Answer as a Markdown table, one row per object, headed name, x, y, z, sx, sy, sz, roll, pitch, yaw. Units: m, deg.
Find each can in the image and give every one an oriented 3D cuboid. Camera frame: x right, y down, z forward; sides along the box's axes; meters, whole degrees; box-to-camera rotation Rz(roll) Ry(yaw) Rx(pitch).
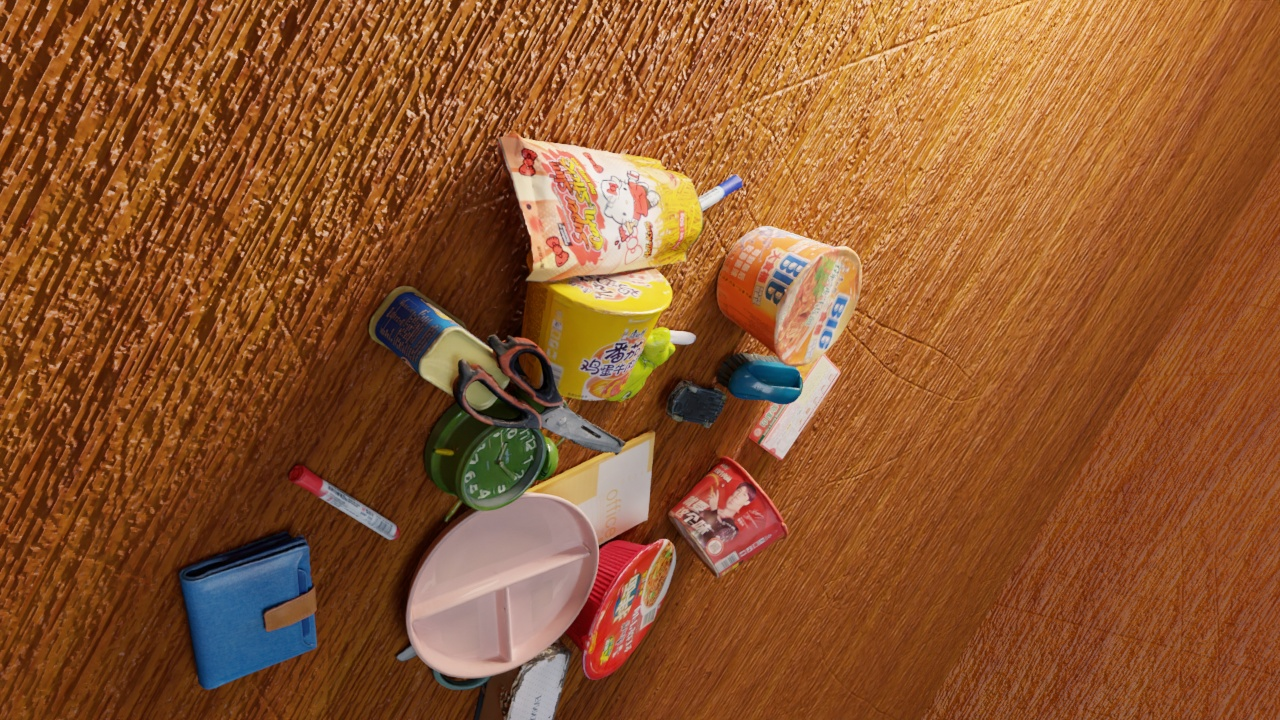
| name | x | y | z | sx | sy | sz | roll | pitch | yaw |
| --- | --- | --- | --- | --- | --- | --- | --- | --- | --- |
| can | -0.170 | -0.009 | 0.790 | 0.057 | 0.083 | 0.102 | -54 | 142 | -3 |

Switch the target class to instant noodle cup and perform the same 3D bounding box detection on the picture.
| name | x | y | z | sx | sy | sz | roll | pitch | yaw |
| --- | --- | --- | --- | --- | --- | --- | --- | --- | --- |
| instant noodle cup | 0.168 | -0.082 | 1.074 | 0.151 | 0.111 | 0.152 | -27 | 133 | -32 |
| instant noodle cup | -0.051 | -0.036 | 0.867 | 0.137 | 0.138 | 0.110 | -13 | 133 | -42 |
| instant noodle cup | 0.111 | 0.212 | 1.215 | 0.108 | 0.138 | 0.138 | -36 | 139 | -11 |
| instant noodle cup | -0.033 | 0.298 | 1.149 | 0.193 | 0.066 | 0.194 | -41 | 145 | -39 |

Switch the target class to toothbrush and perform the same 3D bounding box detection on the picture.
| name | x | y | z | sx | sy | sz | roll | pitch | yaw |
| --- | --- | --- | --- | --- | --- | --- | --- | --- | --- |
| toothbrush | 0.006 | -0.027 | 1.018 | 0.179 | 0.016 | 0.016 | 3 | 116 | -48 |

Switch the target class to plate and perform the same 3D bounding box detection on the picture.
| name | x | y | z | sx | sy | sz | roll | pitch | yaw |
| --- | --- | --- | --- | --- | --- | --- | --- | --- | --- |
| plate | -0.149 | 0.243 | 1.003 | 0.229 | 0.028 | 0.230 | -16 | 120 | -29 |

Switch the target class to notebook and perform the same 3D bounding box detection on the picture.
| name | x | y | z | sx | sy | sz | roll | pitch | yaw |
| --- | --- | --- | --- | --- | --- | --- | --- | --- | --- |
| notebook | -0.066 | 0.177 | 1.093 | 0.205 | 0.010 | 0.146 | -22 | 132 | -35 |

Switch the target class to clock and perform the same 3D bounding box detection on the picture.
| name | x | y | z | sx | sy | sz | roll | pitch | yaw |
| --- | --- | --- | --- | --- | --- | --- | --- | --- | --- |
| clock | -0.136 | 0.086 | 0.916 | 0.160 | 0.056 | 0.116 | -27 | 135 | -32 |

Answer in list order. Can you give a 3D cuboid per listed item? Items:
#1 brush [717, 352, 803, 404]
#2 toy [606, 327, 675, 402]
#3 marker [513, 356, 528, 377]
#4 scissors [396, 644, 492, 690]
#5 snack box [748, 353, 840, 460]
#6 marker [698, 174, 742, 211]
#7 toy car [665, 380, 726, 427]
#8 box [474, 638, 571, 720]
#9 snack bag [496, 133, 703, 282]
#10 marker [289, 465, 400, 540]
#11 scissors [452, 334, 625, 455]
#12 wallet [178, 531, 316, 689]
| name | x | y | z | sx | sy | sz | roll | pitch | yaw |
| --- | --- | --- | --- | --- | --- | --- | --- | --- | --- |
| brush | 0.164 | 0.029 | 1.181 | 0.143 | 0.073 | 0.055 | 6 | 117 | -49 |
| toy | -0.006 | 0.006 | 1.008 | 0.100 | 0.031 | 0.097 | -34 | 150 | -10 |
| marker | -0.107 | 0.011 | 0.924 | 0.022 | 0.020 | 0.132 | -49 | 144 | 18 |
| scissors | -0.186 | 0.305 | 1.042 | 0.174 | 0.019 | 0.170 | -35 | 134 | -19 |
| snack box | 0.221 | 0.062 | 1.303 | 0.155 | 0.027 | 0.077 | -55 | 142 | -1 |
| marker | 0.053 | -0.159 | 0.974 | 0.145 | 0.017 | 0.017 | -35 | 137 | -25 |
| toy car | 0.066 | 0.052 | 1.127 | 0.105 | 0.031 | 0.049 | 15 | 104 | -52 |
| box | -0.149 | 0.419 | 1.139 | 0.089 | 0.063 | 0.185 | -6 | 122 | -44 |
| snack bag | -0.035 | -0.138 | 0.842 | 0.207 | 0.073 | 0.128 | -8 | 85 | -47 |
| marker | -0.268 | 0.133 | 0.842 | 0.017 | 0.017 | 0.145 | -49 | 142 | -10 |
| scissors | -0.073 | 0.036 | 0.825 | 0.208 | 0.015 | 0.183 | -11 | 124 | -34 |
| wallet | -0.342 | 0.222 | 0.812 | 0.106 | 0.040 | 0.133 | -15 | 127 | -35 |
